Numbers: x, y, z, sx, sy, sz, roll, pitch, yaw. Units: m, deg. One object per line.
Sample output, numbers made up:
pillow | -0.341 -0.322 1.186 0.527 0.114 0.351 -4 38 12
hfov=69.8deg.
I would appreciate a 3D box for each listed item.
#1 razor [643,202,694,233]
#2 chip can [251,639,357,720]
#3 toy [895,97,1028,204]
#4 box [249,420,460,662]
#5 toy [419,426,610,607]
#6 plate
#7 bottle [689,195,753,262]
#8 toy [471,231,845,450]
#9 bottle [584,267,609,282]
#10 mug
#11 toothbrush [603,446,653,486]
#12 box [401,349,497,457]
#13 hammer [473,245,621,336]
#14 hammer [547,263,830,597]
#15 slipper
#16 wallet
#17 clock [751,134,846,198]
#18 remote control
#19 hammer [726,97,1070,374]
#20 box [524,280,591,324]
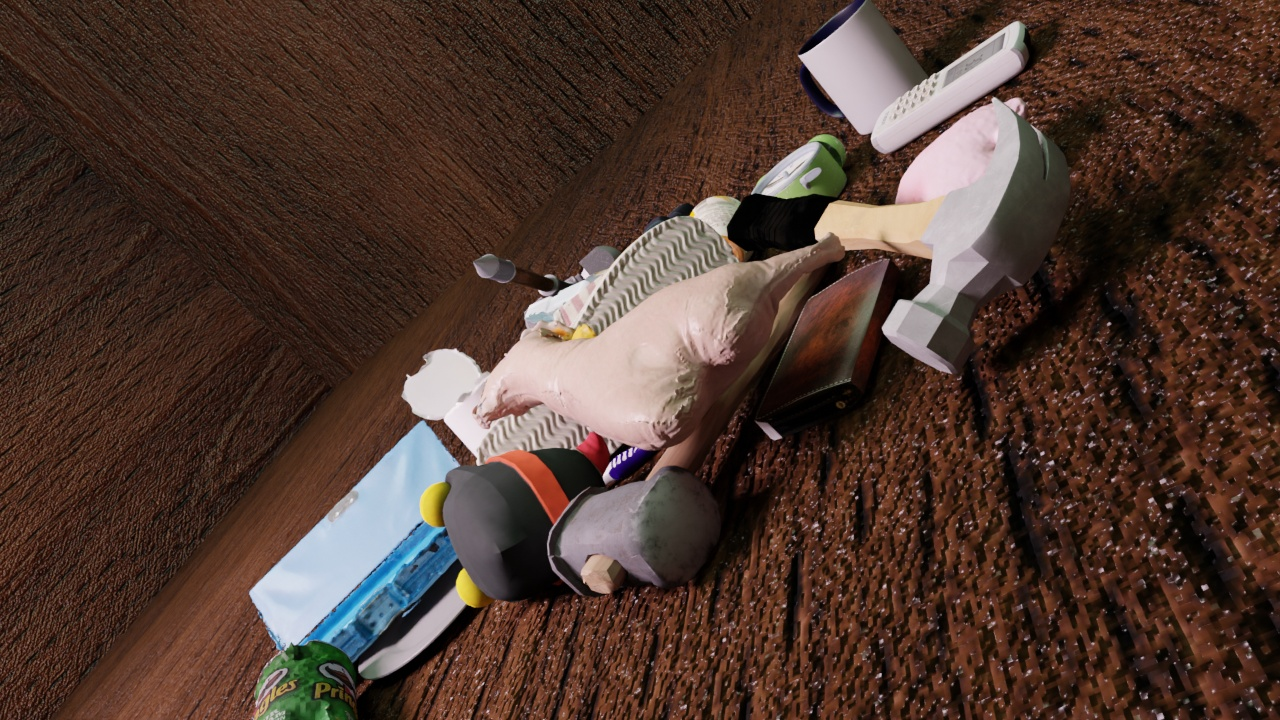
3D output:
razor | 0.039 -0.155 1.066 0.047 0.052 0.142 -39 11 28
chip can | -0.221 0.256 0.603 0.075 0.075 0.223 -47 16 -11
toy | 0.197 -0.116 0.559 0.093 0.050 0.102 -55 11 7
box | -0.232 0.180 0.798 0.231 0.066 0.173 -44 36 -2
toy | -0.068 0.100 0.601 0.119 0.097 0.100 -27 6 -30
plate | -0.160 0.185 0.745 0.179 0.012 0.178 -40 16 14
bottle | 0.073 -0.108 0.827 0.063 0.063 0.108 -39 16 18
toy | -0.008 -0.011 0.577 0.196 0.065 0.264 -43 21 -13
bottle | 0.006 -0.078 0.921 0.072 0.046 0.161 -21 9 -29
mug | 0.200 -0.272 0.870 0.078 0.097 0.112 -51 17 -25
toothbrush | -0.013 0.075 0.657 0.187 0.016 0.015 -39 16 15
box | -0.131 0.046 0.778 0.084 0.160 0.119 -43 4 -20
hammer | -0.117 -0.088 1.029 0.156 0.043 0.322 -41 -11 10
hammer | 0.059 0.017 0.586 0.098 0.052 0.327 -24 22 51
slipper | -0.026 0.001 0.719 0.262 0.115 0.052 -51 3 -5
wallet | 0.114 -0.009 0.550 0.072 0.019 0.122 -29 22 43
clock | 0.140 -0.156 0.822 0.095 0.042 0.119 -33 19 30
remote control | 0.249 -0.218 0.741 0.139 0.025 0.060 -30 21 41
hammer | 0.126 -0.082 0.557 0.131 0.039 0.328 -59 17 1
box | -0.065 -0.012 0.943 0.199 0.085 0.096 -8 64 68
